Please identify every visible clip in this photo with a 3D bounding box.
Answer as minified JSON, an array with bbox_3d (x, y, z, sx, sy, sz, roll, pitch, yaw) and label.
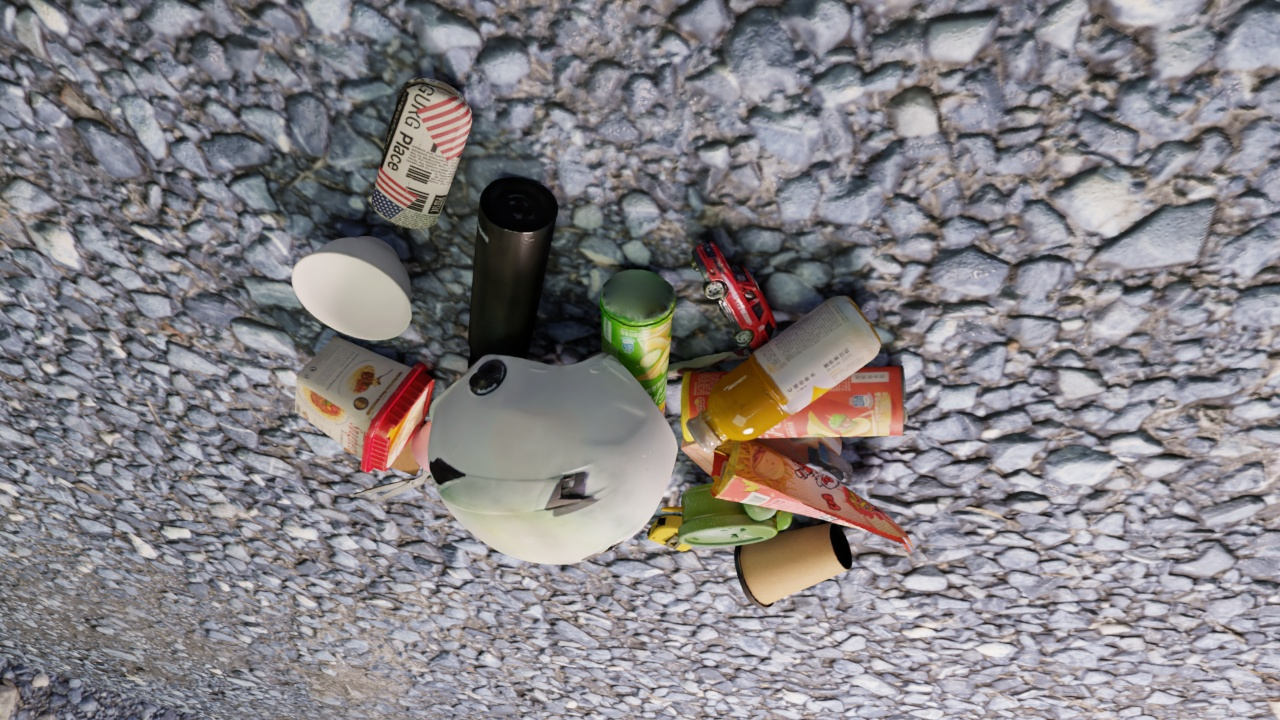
[{"bbox_3d":[0.201,0.109,0.974,0.058,0.026,0.038,29,130,-28],"label":"clip"}]

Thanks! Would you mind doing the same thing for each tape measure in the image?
[{"bbox_3d":[0.044,0.228,1.199,0.060,0.028,0.057,23,139,-11],"label":"tape measure"}]

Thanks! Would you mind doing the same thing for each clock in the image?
[{"bbox_3d":[0.116,0.177,1.073,0.161,0.056,0.116,-13,157,22],"label":"clock"}]

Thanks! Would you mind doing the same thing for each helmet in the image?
[{"bbox_3d":[-0.095,0.116,0.890,0.259,0.145,0.229,-6,138,15],"label":"helmet"}]

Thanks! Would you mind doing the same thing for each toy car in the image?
[{"bbox_3d":[0.085,-0.060,0.828,0.045,0.053,0.120,-32,134,10],"label":"toy car"}]

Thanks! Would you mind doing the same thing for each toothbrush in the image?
[{"bbox_3d":[0.103,-0.003,0.916,0.188,0.017,0.016,-13,136,30],"label":"toothbrush"}]

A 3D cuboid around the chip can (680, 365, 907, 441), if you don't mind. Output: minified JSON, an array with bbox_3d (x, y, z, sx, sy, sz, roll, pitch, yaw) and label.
[{"bbox_3d":[0.150,0.041,0.904,0.217,0.073,0.073,-3,138,13],"label":"chip can"}]

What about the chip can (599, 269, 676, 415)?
[{"bbox_3d":[-0.005,0.005,0.916,0.072,0.072,0.222,10,141,6],"label":"chip can"}]

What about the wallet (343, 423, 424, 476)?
[{"bbox_3d":[-0.320,0.100,1.166,0.101,0.020,0.116,22,138,-10],"label":"wallet"}]

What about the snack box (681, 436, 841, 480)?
[{"bbox_3d":[0.132,0.092,1.013,0.158,0.026,0.084,-19,131,35],"label":"snack box"}]

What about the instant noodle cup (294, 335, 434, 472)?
[{"bbox_3d":[-0.314,0.045,1.034,0.124,0.116,0.117,28,140,1],"label":"instant noodle cup"}]

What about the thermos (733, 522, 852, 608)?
[{"bbox_3d":[0.186,0.251,1.144,0.144,0.092,0.093,-25,127,27],"label":"thermos"}]

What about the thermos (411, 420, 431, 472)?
[{"bbox_3d":[-0.188,0.075,1.041,0.067,0.087,0.199,40,134,-21],"label":"thermos"}]

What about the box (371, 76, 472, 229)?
[{"bbox_3d":[-0.188,-0.175,0.788,0.068,0.051,0.165,33,137,-6],"label":"box"}]

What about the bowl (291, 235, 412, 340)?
[{"bbox_3d":[-0.271,-0.083,0.897,0.118,0.064,0.118,8,141,6],"label":"bowl"}]

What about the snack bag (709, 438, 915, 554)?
[{"bbox_3d":[0.179,0.143,0.969,0.208,0.073,0.128,22,-177,-10],"label":"snack bag"}]

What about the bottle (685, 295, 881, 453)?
[{"bbox_3d":[0.127,0.017,0.839,0.190,0.068,0.068,-36,124,10],"label":"bottle"}]

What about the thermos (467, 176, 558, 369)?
[{"bbox_3d":[-0.122,-0.054,0.873,0.068,0.090,0.243,-20,150,-26],"label":"thermos"}]

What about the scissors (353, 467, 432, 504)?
[{"bbox_3d":[-0.288,0.160,1.201,0.163,0.014,0.165,11,138,-20],"label":"scissors"}]
